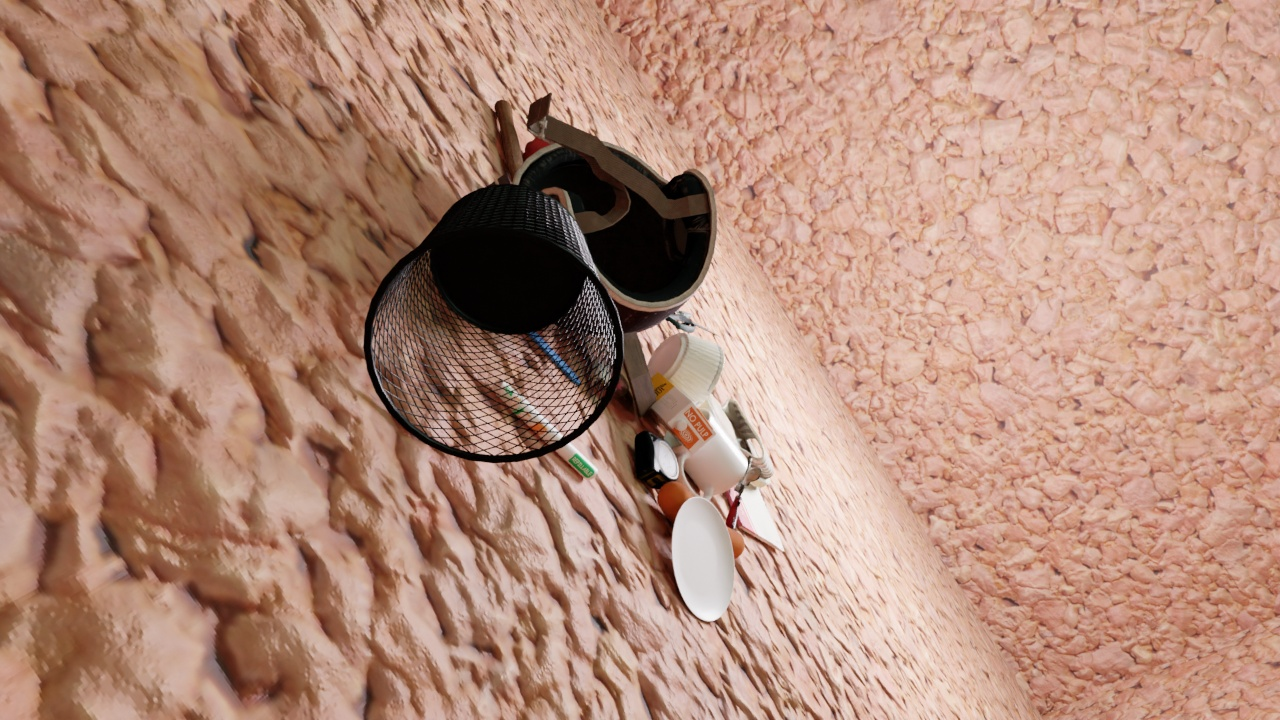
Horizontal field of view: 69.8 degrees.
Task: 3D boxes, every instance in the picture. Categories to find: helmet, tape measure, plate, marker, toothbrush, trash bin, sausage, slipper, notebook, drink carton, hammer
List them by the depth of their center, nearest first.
[{"bbox_3d":[-0.112,-0.050,0.752,0.184,0.184,0.210,52,11,-22],"label":"trash bin"},{"bbox_3d":[-0.090,0.067,0.874,0.145,0.017,0.017,48,19,-33],"label":"marker"},{"bbox_3d":[-0.113,-0.030,0.992,0.166,0.014,0.016,49,18,-33],"label":"toothbrush"},{"bbox_3d":[-0.040,-0.144,1.002,0.232,0.254,0.234,-15,95,-33],"label":"helmet"},{"bbox_3d":[0.066,0.219,1.013,0.134,0.011,0.134,28,55,-50],"label":"plate"},{"bbox_3d":[0.016,0.120,1.066,0.061,0.034,0.061,42,31,-36],"label":"tape measure"},{"bbox_3d":[0.070,0.192,1.075,0.164,0.044,0.039,45,-4,-40],"label":"sausage"},{"bbox_3d":[-0.007,0.006,1.130,0.131,0.025,0.131,160,-87,-88],"label":"plate"},{"bbox_3d":[0.045,0.066,1.159,0.058,0.040,0.122,52,-5,-27],"label":"drink carton"},{"bbox_3d":[-0.167,-0.258,1.225,0.115,0.033,0.322,46,19,-43],"label":"hammer"},{"bbox_3d":[0.144,0.110,1.364,0.272,0.054,0.114,47,14,-51],"label":"slipper"},{"bbox_3d":[0.148,0.181,1.390,0.153,0.012,0.208,38,25,-50],"label":"notebook"}]

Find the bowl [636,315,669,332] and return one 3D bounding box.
[{"bbox_3d":[-0.028,-0.084,1.205,0.145,0.067,0.144,31,16,-10],"label":"bowl"}]

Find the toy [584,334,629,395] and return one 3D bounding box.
[{"bbox_3d":[-0.047,-0.014,1.112,0.079,0.038,0.122,44,32,-64],"label":"toy"}]

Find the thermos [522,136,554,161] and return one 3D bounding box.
[{"bbox_3d":[-0.070,-0.226,1.301,0.240,0.073,0.073,49,14,11],"label":"thermos"}]

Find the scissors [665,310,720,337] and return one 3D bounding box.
[{"bbox_3d":[0.023,-0.081,1.326,0.205,0.015,0.201,30,9,11],"label":"scissors"}]

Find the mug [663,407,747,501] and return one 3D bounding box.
[{"bbox_3d":[0.079,0.131,1.189,0.090,0.074,0.110,52,43,-22],"label":"mug"}]

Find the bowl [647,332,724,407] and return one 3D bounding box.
[{"bbox_3d":[0.054,0.012,1.262,0.062,0.116,0.115,33,25,-24],"label":"bowl"}]

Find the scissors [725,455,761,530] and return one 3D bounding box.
[{"bbox_3d":[0.136,0.174,1.213,0.015,0.180,0.198,22,50,3],"label":"scissors"}]
